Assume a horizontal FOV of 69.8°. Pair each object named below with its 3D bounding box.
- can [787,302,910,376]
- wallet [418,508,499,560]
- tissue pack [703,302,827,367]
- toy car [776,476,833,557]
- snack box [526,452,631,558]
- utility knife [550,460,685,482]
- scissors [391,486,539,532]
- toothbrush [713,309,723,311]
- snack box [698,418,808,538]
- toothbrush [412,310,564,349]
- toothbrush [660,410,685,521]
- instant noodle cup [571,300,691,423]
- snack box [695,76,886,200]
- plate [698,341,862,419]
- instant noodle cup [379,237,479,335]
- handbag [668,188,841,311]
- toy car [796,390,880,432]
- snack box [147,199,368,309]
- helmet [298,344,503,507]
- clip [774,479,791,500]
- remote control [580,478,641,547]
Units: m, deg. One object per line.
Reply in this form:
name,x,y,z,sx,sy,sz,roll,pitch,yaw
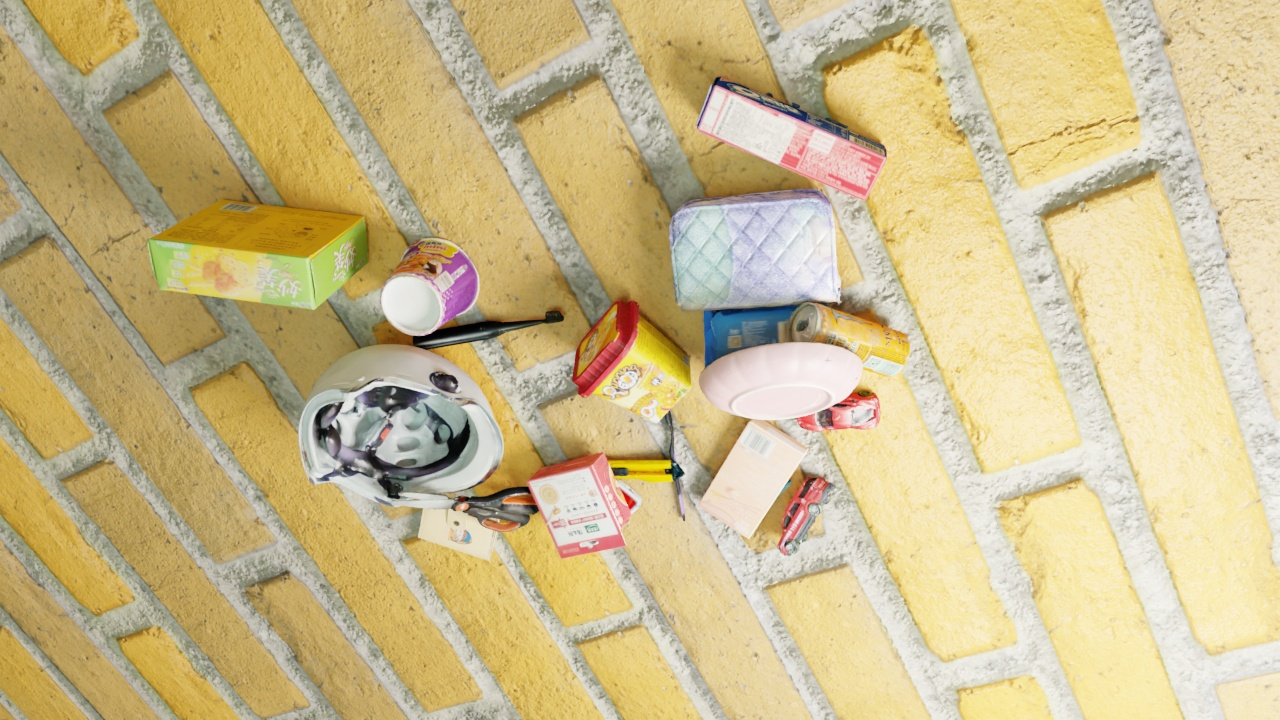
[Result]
can,0.247,-0.024,1.081,0.146,0.058,0.058,15,122,-27
wallet,-0.273,0.249,1.375,0.115,0.024,0.087,18,117,4
tissue pack,0.154,-0.023,1.126,0.157,0.052,0.095,-5,104,5
toy car,0.218,0.210,1.239,0.045,0.052,0.121,31,113,20
snack box,-0.081,0.203,1.279,0.113,0.044,0.127,-16,103,27
utility knife,-0.039,0.155,1.278,0.207,0.015,0.033,-3,109,20
scissors,-0.243,0.212,1.280,0.233,0.021,0.163,-6,141,-22
toothbrush,0.143,-0.012,1.165,0.016,0.018,0.181,-33,104,31
snack box,0.149,0.157,1.231,0.084,0.026,0.158,33,119,10
toothbrush,-0.202,-0.041,1.214,0.213,0.026,0.027,-9,134,16
toothbrush,0.045,0.143,1.263,0.017,0.014,0.189,0,116,20
instant noodle cup,-0.007,0.007,1.157,0.123,0.115,0.116,33,118,-19
snack box,0.167,-0.249,1.019,0.207,0.057,0.058,23,121,0
plate,0.166,0.033,1.080,0.192,0.039,0.193,-2,158,-1
instant noodle cup,-0.273,-0.087,1.166,0.112,0.099,0.112,5,118,10
handbag,0.134,-0.127,1.074,0.194,0.075,0.134,-2,108,14
toy car,0.251,0.068,1.170,0.106,0.031,0.049,-3,114,10
snack box,-0.470,-0.136,1.148,0.210,0.157,0.070,8,119,7
helmet,-0.316,0.070,1.221,0.258,0.145,0.230,10,129,-25
clip,0.182,0.176,1.250,0.040,0.014,0.056,37,117,-8
remote control,-0.058,0.225,1.320,0.056,0.020,0.136,40,116,-10
